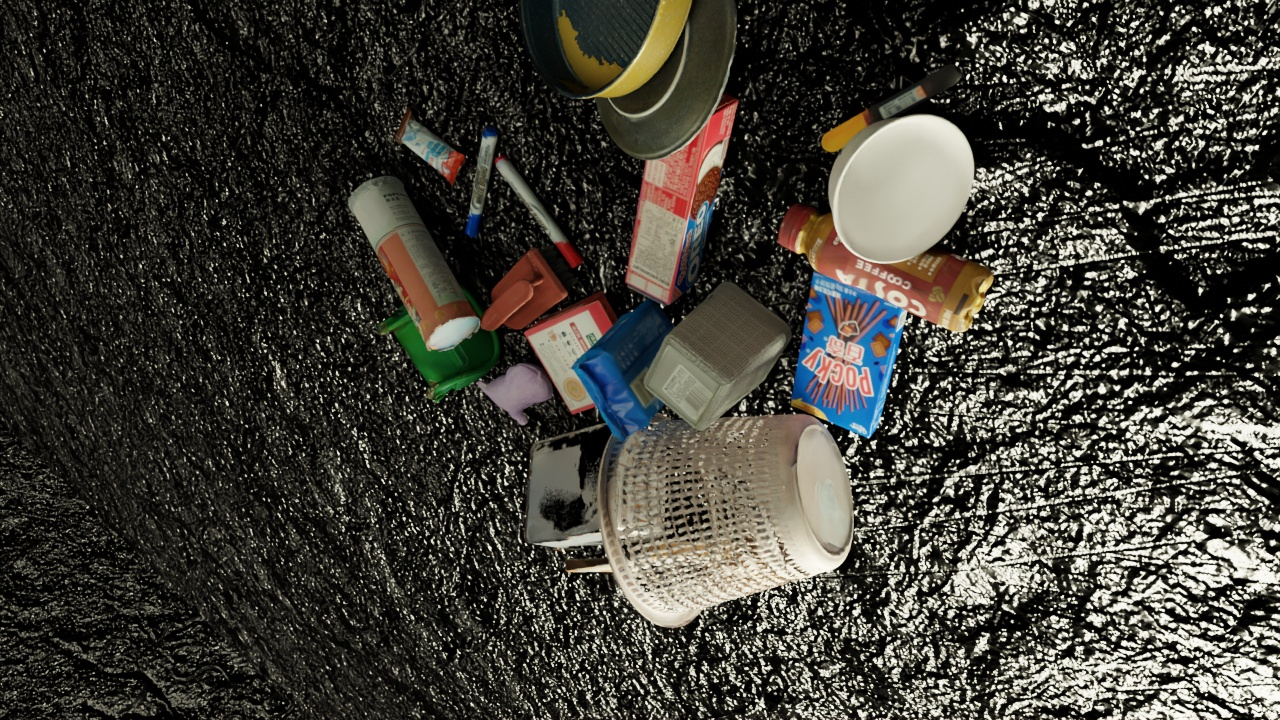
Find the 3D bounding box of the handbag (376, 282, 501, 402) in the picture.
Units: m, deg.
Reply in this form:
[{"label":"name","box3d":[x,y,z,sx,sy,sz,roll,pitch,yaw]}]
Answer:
[{"label":"handbag","box3d":[-0.247,-0.025,1.144,0.068,0.119,0.131,-23,104,52]}]

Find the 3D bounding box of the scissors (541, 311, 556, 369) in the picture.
[{"label":"scissors","box3d":[-0.053,0.000,1.075,0.160,0.014,0.170,-28,100,46]}]

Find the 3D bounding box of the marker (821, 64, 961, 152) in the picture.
[{"label":"marker","box3d":[0.196,-0.198,0.726,0.124,0.015,0.018,-24,100,44]}]

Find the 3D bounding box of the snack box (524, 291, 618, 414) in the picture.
[{"label":"snack box","box3d":[-0.052,-0.010,1.030,0.127,0.044,0.113,-19,104,41]}]

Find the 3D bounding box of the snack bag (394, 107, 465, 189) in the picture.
[{"label":"snack bag","box3d":[-0.242,-0.244,1.055,0.104,0.026,0.048,41,125,9]}]

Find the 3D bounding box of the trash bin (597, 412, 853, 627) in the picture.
[{"label":"trash bin","box3d":[0.097,0.144,0.921,0.193,0.226,0.227,-15,108,32]}]

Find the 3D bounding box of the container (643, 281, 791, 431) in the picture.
[{"label":"container","box3d":[0.071,-0.002,0.893,0.090,0.114,0.090,39,136,13]}]

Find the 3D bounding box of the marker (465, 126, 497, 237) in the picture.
[{"label":"marker","box3d":[-0.181,-0.200,1.040,0.017,0.016,0.146,37,136,15]}]

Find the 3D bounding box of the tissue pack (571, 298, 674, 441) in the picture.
[{"label":"tissue pack","box3d":[-0.006,0.005,0.935,0.052,0.156,0.095,-20,108,39]}]

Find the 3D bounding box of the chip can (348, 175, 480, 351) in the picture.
[{"label":"chip can","box3d":[-0.269,-0.116,1.091,0.214,0.071,0.071,57,140,17]}]

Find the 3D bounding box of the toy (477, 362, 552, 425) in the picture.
[{"label":"toy","box3d":[-0.152,0.039,1.167,0.084,0.038,0.108,44,135,-15]}]

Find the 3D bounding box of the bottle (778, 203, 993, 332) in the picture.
[{"label":"bottle","box3d":[0.201,-0.083,0.770,0.175,0.057,0.058,27,133,23]}]

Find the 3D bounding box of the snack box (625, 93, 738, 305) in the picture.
[{"label":"snack box","box3d":[0.034,-0.153,0.863,0.058,0.057,0.208,29,133,19]}]

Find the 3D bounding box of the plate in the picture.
[{"label":"plate","box3d":[0.009,-0.261,0.774,0.180,0.024,0.179,0,90,51]}]

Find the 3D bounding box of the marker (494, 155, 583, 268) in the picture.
[{"label":"marker","box3d":[-0.112,-0.163,1.008,0.145,0.017,0.017,53,138,-3]}]

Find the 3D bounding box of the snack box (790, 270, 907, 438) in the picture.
[{"label":"snack box","box3d":[0.192,-0.008,0.852,0.084,0.026,0.157,23,131,26]}]

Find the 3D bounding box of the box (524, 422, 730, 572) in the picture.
[{"label":"box","box3d":[-0.010,0.178,1.114,0.184,0.192,0.156,-18,63,46]}]

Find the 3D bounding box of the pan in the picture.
[{"label":"pan","box3d":[-0.085,-0.374,0.787,0.357,0.078,0.198,55,131,29]}]

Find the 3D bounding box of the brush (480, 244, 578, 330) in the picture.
[{"label":"brush","box3d":[-0.136,-0.073,1.042,0.063,0.069,0.146,55,145,-4]}]

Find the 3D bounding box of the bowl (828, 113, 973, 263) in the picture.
[{"label":"bowl","box3d":[0.192,-0.143,0.721,0.064,0.118,0.118,-119,21,-56]}]
